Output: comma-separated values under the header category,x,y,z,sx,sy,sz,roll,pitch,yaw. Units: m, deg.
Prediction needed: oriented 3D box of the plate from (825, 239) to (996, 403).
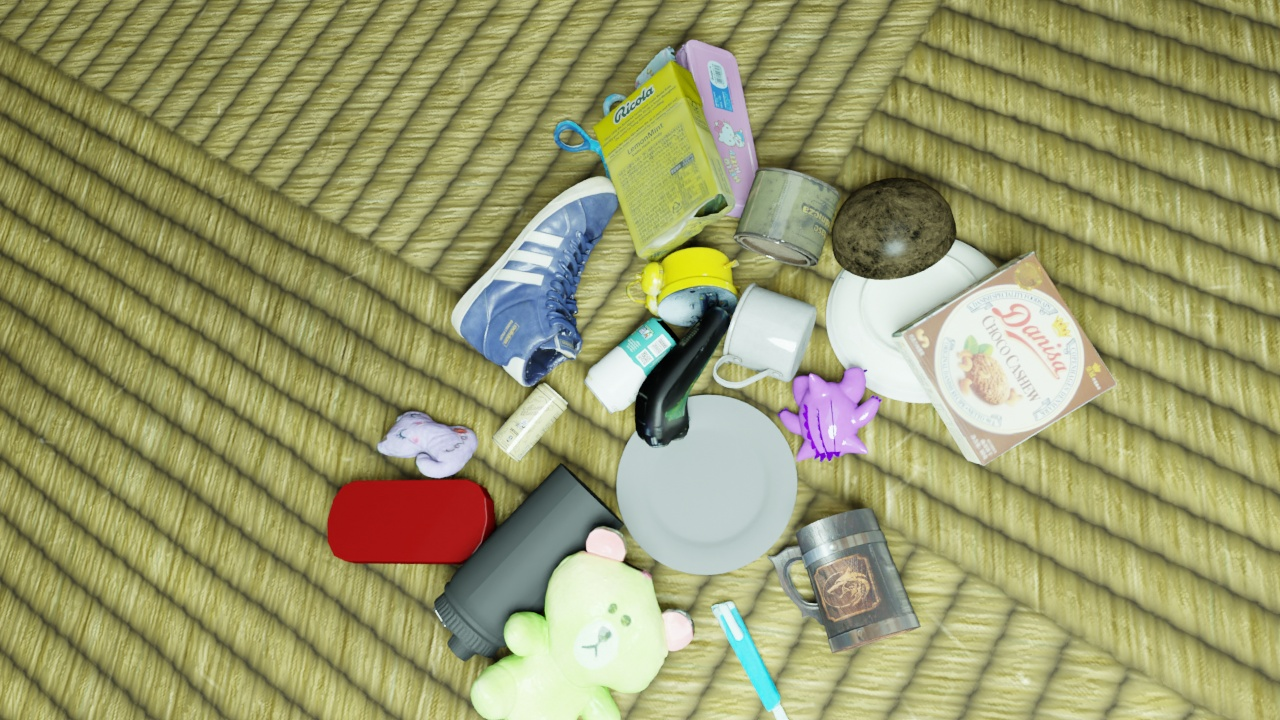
category,x,y,z,sx,sy,sz,roll,pitch,yaw
plate,0.276,-0.050,0.906,0.182,0.034,0.182,-4,71,11

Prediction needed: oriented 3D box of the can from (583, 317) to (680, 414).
category,x,y,z,sx,sy,sz,roll,pitch,yaw
can,-0.006,0.006,0.938,0.101,0.055,0.055,-40,68,-3

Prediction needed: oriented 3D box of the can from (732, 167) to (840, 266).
category,x,y,z,sx,sy,sz,roll,pitch,yaw
can,0.147,-0.143,0.929,0.090,0.090,0.074,18,88,17

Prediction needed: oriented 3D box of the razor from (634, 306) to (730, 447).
category,x,y,z,sx,sy,sz,roll,pitch,yaw
razor,0.045,0.017,0.902,0.067,0.054,0.151,35,88,-23

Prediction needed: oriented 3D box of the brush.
category,x,y,z,sx,sy,sz,roll,pitch,yaw
brush,-0.232,0.167,0.940,0.173,0.042,0.082,-2,71,12

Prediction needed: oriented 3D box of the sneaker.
category,x,y,z,sx,sy,sz,roll,pitch,yaw
sneaker,-0.079,-0.077,0.963,0.233,0.091,0.118,-43,64,-3

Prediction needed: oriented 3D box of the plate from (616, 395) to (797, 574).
category,x,y,z,sx,sy,sz,roll,pitch,yaw
plate,0.065,0.121,0.906,0.178,0.012,0.178,-4,71,11

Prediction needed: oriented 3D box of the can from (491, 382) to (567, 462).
category,x,y,z,sx,sy,sz,roll,pitch,yaw
can,-0.114,0.063,0.951,0.038,0.038,0.079,39,83,21

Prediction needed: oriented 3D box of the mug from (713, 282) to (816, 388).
category,x,y,z,sx,sy,sz,roll,pitch,yaw
mug,0.121,-0.015,0.899,0.070,0.084,0.113,20,65,16

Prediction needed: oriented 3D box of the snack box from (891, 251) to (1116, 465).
category,x,y,z,sx,sy,sz,roll,pitch,yaw
snack box,0.333,-0.002,0.847,0.147,0.041,0.143,-32,90,0

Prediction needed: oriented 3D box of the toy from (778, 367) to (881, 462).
category,x,y,z,sx,sy,sz,roll,pitch,yaw
toy,0.179,0.053,0.879,0.106,0.055,0.088,-11,79,33

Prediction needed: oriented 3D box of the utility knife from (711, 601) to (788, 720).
category,x,y,z,sx,sy,sz,roll,pitch,yaw
utility knife,0.110,0.296,0.834,0.022,0.015,0.167,-28,66,2

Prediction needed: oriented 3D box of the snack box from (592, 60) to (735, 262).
category,x,y,z,sx,sy,sz,roll,pitch,yaw
snack box,0.025,-0.202,0.952,0.122,0.045,0.180,-33,62,32

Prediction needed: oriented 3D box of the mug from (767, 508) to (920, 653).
category,x,y,z,sx,sy,sz,roll,pitch,yaw
mug,0.177,0.203,0.826,0.116,0.080,0.107,-30,64,30

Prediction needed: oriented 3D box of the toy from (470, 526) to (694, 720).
category,x,y,z,sx,sy,sz,roll,pitch,yaw
toy,-0.055,0.264,0.836,0.196,0.107,0.150,-44,94,-12

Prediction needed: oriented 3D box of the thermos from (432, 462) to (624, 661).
category,x,y,z,sx,sy,sz,roll,pitch,yaw
thermos,-0.115,0.200,0.879,0.086,0.086,0.198,42,84,21

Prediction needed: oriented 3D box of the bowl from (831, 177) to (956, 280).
category,x,y,z,sx,sy,sz,roll,pitch,yaw
bowl,0.246,-0.142,0.907,0.121,0.056,0.121,-13,45,14

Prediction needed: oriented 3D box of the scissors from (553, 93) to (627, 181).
category,x,y,z,sx,sy,sz,roll,pitch,yaw
scissors,-0.048,-0.242,1.057,0.118,0.013,0.139,-11,71,8

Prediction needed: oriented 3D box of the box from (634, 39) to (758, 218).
category,x,y,z,sx,sy,sz,roll,pitch,yaw
box,0.062,-0.241,1.022,0.090,0.091,0.214,5,66,-31

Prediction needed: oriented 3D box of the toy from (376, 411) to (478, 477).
category,x,y,z,sx,sy,sz,roll,pitch,yaw
toy,-0.224,0.088,0.958,0.100,0.036,0.080,12,38,13

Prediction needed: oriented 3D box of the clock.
category,x,y,z,sx,sy,sz,roll,pitch,yaw
clock,0.044,-0.072,0.939,0.119,0.083,0.057,-7,65,7
